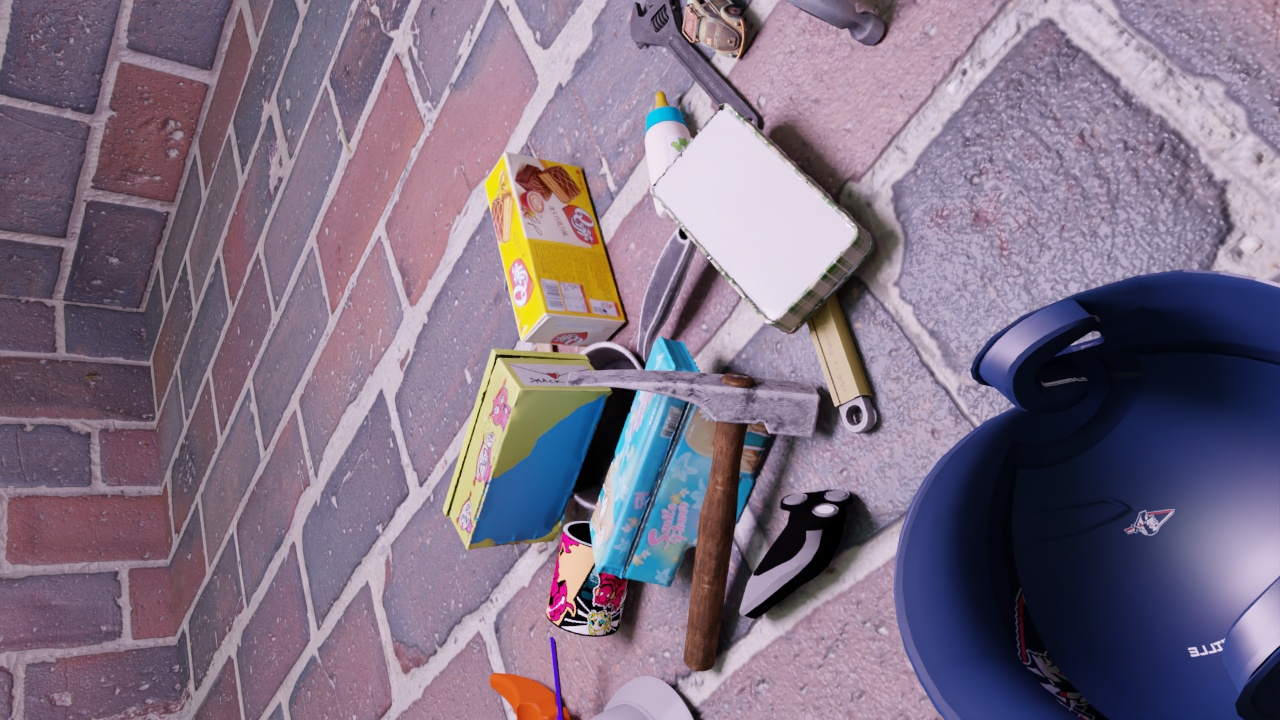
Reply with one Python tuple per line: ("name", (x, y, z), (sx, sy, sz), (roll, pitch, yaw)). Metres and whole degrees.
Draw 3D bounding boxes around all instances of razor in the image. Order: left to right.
("razor", (0.131, 0.174, 0.801), (0.060, 0.057, 0.156), (31, 121, 19))

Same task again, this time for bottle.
("bottle", (0.031, -0.221, 0.969), (0.051, 0.051, 0.146), (-26, 66, 47))

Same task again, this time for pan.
("pan", (-0.006, 0.006, 0.984), (0.187, 0.055, 0.358), (53, 125, 40))

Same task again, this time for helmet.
("helmet", (-0.042, 0.452, 0.927), (0.183, 0.117, 0.272), (40, 118, 46))
("helmet", (0.270, 0.109, 0.491), (0.272, 0.223, 0.232), (-33, 41, 11))

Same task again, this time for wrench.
("wrench", (0.056, -0.319, 0.979), (0.073, 0.018, 0.273), (-56, 48, 31))
("wrench", (0.154, -0.060, 0.823), (0.084, 0.018, 0.273), (-36, 59, 43))

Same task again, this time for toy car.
("toy car", (0.067, -0.349, 0.934), (0.047, 0.047, 0.112), (100, 150, -48))

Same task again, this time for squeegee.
("squeegee", (-0.126, 0.411, 1.087), (0.185, 0.055, 0.250), (9, 108, 51))

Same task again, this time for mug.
("mug", (-0.056, 0.232, 1.012), (0.118, 0.082, 0.098), (-134, 55, -76))

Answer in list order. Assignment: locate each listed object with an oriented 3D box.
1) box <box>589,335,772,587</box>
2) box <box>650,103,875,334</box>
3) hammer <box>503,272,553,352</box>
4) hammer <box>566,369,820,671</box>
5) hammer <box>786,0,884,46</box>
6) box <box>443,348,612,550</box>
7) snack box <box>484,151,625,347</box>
("box", (0.041, 0.106, 0.903), (0.098, 0.121, 0.227), (-107, 34, -68))
("box", (0.104, -0.129, 0.825), (0.118, 0.049, 0.205), (-49, 57, 17))
("hammer", (-0.117, -0.011, 1.156), (0.120, 0.030, 0.330), (-30, 66, 46))
("hammer", (0.033, 0.151, 0.845), (0.037, 0.217, 0.301), (-89, 4, -71))
("hammer", (0.091, -0.375, 0.880), (0.333, 0.117, 0.025), (51, 121, 48))
("box", (-0.129, 0.101, 1.016), (0.081, 0.124, 0.221), (51, 129, 43))
("snack box", (-0.102, -0.130, 1.077), (0.062, 0.109, 0.230), (-43, 54, 44))
